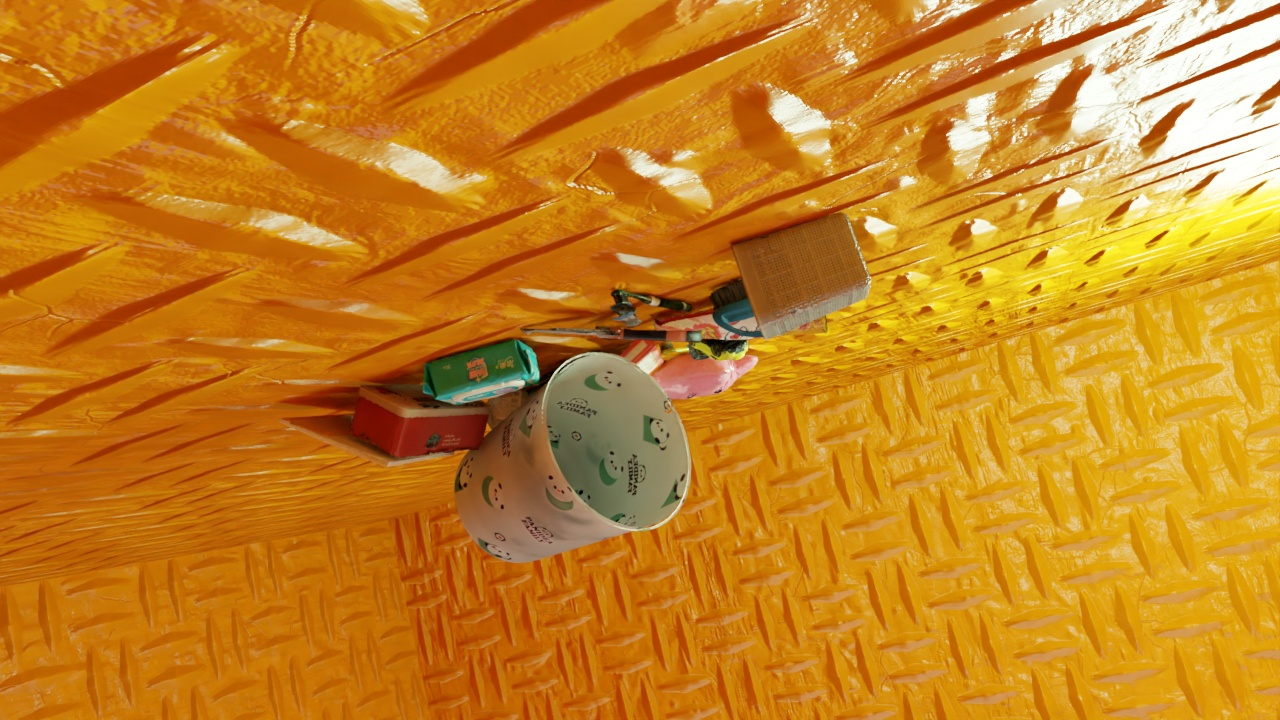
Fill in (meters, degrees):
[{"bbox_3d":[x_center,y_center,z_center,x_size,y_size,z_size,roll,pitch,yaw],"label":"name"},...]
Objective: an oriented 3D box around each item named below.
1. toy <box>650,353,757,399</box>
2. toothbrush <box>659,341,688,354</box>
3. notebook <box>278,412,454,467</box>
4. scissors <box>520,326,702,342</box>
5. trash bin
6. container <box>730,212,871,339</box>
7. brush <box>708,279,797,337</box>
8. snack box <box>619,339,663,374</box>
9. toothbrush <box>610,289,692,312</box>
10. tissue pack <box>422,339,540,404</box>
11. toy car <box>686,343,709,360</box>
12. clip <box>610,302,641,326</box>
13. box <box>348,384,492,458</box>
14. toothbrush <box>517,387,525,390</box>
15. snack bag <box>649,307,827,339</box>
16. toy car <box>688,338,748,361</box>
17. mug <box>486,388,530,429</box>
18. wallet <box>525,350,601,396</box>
[{"bbox_3d":[0.089,0.023,1.467,0.194,0.074,0.179,-12,179,-21],"label":"toy"},{"bbox_3d":[0.090,-0.023,1.388,0.016,0.016,0.189,-23,169,38],"label":"toothbrush"},{"bbox_3d":[-0.331,0.096,1.139,0.146,0.010,0.206,21,-178,10],"label":"notebook"},{"bbox_3d":[-0.027,-0.031,1.052,0.189,0.015,0.226,3,-179,10],"label":"scissors"},{"bbox_3d":[-0.101,0.143,1.194,0.229,0.229,0.253,-6,161,-45],"label":"trash bin"},{"bbox_3d":[0.159,-0.084,0.900,0.114,0.090,0.090,-20,171,9],"label":"container"},{"bbox_3d":[0.151,-0.066,1.040,0.144,0.073,0.055,-17,164,15],"label":"brush"},{"bbox_3d":[-0.008,0.008,1.289,0.075,0.025,0.153,-43,171,-1],"label":"snack box"},{"bbox_3d":[0.017,-0.063,1.016,0.012,0.017,0.185,-27,167,24],"label":"toothbrush"},{"bbox_3d":[-0.185,0.017,1.074,0.133,0.050,0.093,-14,173,2],"label":"tissue pack"},{"bbox_3d":[0.122,-0.037,1.295,0.121,0.036,0.054,-28,166,18],"label":"toy car"},{"bbox_3d":[-0.015,-0.051,1.036,0.025,0.036,0.058,-19,170,11],"label":"clip"},{"bbox_3d":[-0.271,0.079,1.129,0.091,0.078,0.168,22,-171,27],"label":"box"},{"bbox_3d":[-0.143,0.028,1.333,0.191,0.018,0.016,-12,166,-33],"label":"toothbrush"},{"bbox_3d":[0.124,-0.054,1.145,0.208,0.073,0.128,-9,173,14],"label":"snack bag"},{"bbox_3d":[0.102,-0.022,1.227,0.048,0.032,0.105,-25,-153,-22],"label":"toy car"},{"bbox_3d":[-0.157,0.085,1.369,0.124,0.083,0.103,16,178,18],"label":"mug"},{"bbox_3d":[-0.093,0.024,1.294,0.125,0.032,0.101,-26,165,10],"label":"wallet"}]
